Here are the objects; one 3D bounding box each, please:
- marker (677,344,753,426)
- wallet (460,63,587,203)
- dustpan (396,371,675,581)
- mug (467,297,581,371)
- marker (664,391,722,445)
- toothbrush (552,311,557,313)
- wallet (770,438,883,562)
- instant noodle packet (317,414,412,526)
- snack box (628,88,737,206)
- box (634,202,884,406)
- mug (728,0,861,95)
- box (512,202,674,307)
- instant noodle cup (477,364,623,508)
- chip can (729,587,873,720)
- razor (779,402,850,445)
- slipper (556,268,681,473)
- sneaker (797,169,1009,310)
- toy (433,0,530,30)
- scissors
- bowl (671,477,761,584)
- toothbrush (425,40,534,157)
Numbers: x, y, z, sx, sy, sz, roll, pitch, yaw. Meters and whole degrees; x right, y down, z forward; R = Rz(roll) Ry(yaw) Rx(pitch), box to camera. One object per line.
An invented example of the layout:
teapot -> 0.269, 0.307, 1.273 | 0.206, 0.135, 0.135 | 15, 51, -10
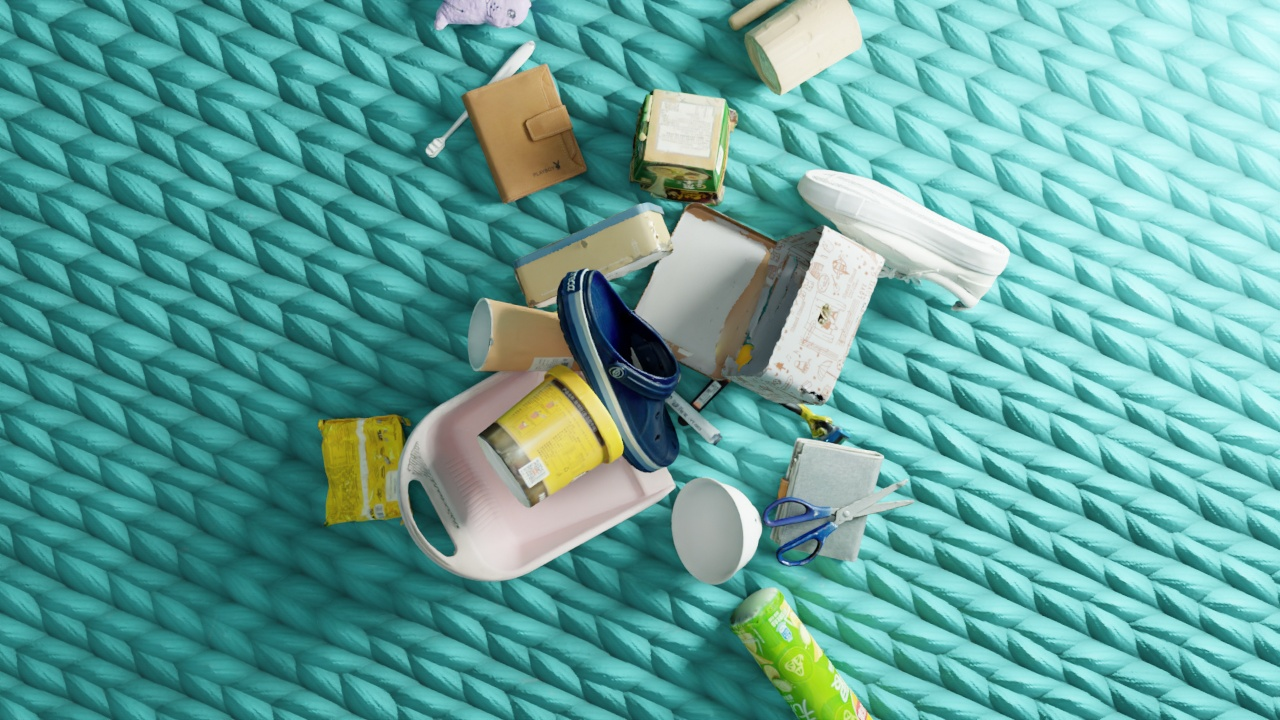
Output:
marker -> 0.088, 0.029, 1.067 | 0.018, 0.015, 0.124 | 43, 93, 2
wallet -> -0.132, -0.259, 1.052 | 0.108, 0.031, 0.132 | -21, 98, -2
dustpan -> -0.117, 0.115, 1.007 | 0.273, 0.139, 0.222 | -31, 89, 1
mug -> -0.117, -0.022, 0.997 | 0.122, 0.078, 0.078 | 6, 90, -27
marker -> 0.041, 0.050, 1.057 | 0.130, 0.018, 0.023 | 43, 118, 8
toothbrush -> -0.092, -0.055, 1.067 | 0.191, 0.016, 0.018 | -2, 82, 1
wallet -> 0.211, 0.158, 1.054 | 0.106, 0.037, 0.130 | 12, 102, 1
instant noodle packet -> -0.314, 0.128, 1.056 | 0.111, 0.044, 0.128 | -4, 87, 7
snack box -> 0.049, -0.242, 1.018 | 0.117, 0.105, 0.118 | 8, 91, 0
box -> 0.121, -0.068, 0.983 | 0.227, 0.156, 0.180 | 26, 84, 1
mug -> 0.171, -0.374, 1.035 | 0.103, 0.084, 0.124 | -32, 66, 2
box -> -0.044, -0.117, 1.012 | 0.184, 0.089, 0.059 | -24, 89, 13
instant noodle cup -> -0.098, 0.084, 0.958 | 0.114, 0.119, 0.118 | -36, 90, -20
chip can -> 0.188, 0.361, 1.040 | 0.072, 0.072, 0.221 | -37, 90, 0
razor -> 0.175, 0.054, 1.063 | 0.143, 0.022, 0.043 | 35, 134, 3
slipper -> -0.006, 0.006, 0.975 | 0.095, 0.104, 0.253 | -12, 124, 21
sneaker -> 0.281, -0.134, 1.034 | 0.242, 0.089, 0.091 | 28, 121, 11
toy -> -0.179, -0.415, 1.052 | 0.108, 0.039, 0.084 | 3, 84, 2
scissors -> 0.223, 0.184, 1.034 | 0.171, 0.012, 0.141 | 11, 102, 0
bowl -> 0.097, 0.189, 1.036 | 0.064, 0.118, 0.118 | 1, 91, -38
toothbrush -> -0.186, -0.304, 1.064 | 0.016, 0.016, 0.180 | 43, 90, -7
